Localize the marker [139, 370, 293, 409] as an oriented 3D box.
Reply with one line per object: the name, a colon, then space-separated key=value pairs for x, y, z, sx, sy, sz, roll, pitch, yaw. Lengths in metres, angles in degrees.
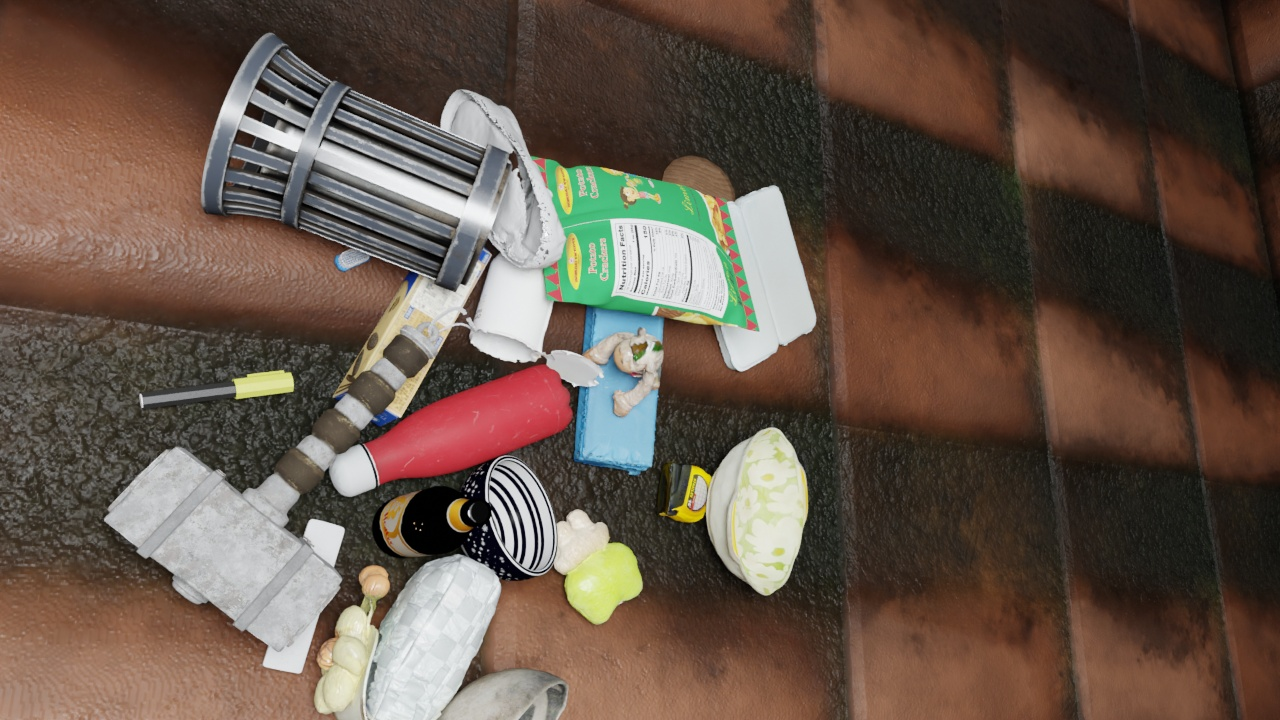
marker: x=-0.372 y=0.026 z=0.809 sx=0.123 sy=0.018 sz=0.021 roll=-8 pitch=49 yaw=-34

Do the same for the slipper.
slipper: x=-0.137 y=-0.186 z=0.947 sx=0.074 sy=0.112 sz=0.246 roll=-6 pitch=49 yaw=-31

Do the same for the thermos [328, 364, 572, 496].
thermos: x=-0.183 y=0.072 z=0.893 sx=0.239 sy=0.073 sz=0.073 roll=-21 pitch=90 yaw=-29

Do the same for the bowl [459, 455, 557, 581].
bowl: x=-0.141 y=0.160 z=0.896 sx=0.120 sy=0.066 sz=0.120 roll=52 pitch=25 yaw=-37

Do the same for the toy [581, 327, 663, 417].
toy: x=-0.006 y=0.006 z=0.968 sx=0.074 sy=0.106 sz=0.085 roll=-17 pitch=80 yaw=-24

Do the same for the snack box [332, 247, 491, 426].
snack box: x=-0.222 y=-0.037 z=0.906 sx=0.056 sy=0.057 sz=0.206 roll=36 pitch=59 yaw=-23

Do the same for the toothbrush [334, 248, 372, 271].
toothbrush: x=-0.239 y=-0.129 z=0.944 sx=0.166 sy=0.014 sz=0.016 roll=-32 pitch=97 yaw=-37

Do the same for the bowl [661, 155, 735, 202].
bowl: x=0.082 y=-0.212 z=1.178 sx=0.117 sy=0.030 sz=0.117 roll=10 pitch=72 yaw=-33

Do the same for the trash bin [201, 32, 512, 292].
trash bin: x=-0.244 y=-0.165 z=0.825 sx=0.227 sy=0.165 sz=0.164 roll=21 pitch=66 yaw=-15

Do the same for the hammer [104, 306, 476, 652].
hammer: x=-0.268 y=0.067 z=0.785 sx=0.177 sy=0.080 sz=0.325 roll=44 pitch=71 yaw=-13

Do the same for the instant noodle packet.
instant noodle packet: x=0.005 y=-0.129 z=1.016 sx=0.252 sy=0.091 sz=0.195 roll=7 pitch=55 yaw=-26

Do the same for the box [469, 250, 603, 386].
box: x=-0.098 y=-0.044 z=0.969 sx=0.150 sy=0.080 sz=0.106 roll=22 pitch=67 yaw=-16

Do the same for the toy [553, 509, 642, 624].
toy: x=-0.050 y=0.213 z=0.966 sx=0.091 sy=0.046 sz=0.115 roll=-32 pitch=90 yaw=-37

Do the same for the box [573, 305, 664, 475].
box: x=-0.020 y=0.007 z=1.036 sx=0.093 sy=0.053 sz=0.231 roll=16 pitch=69 yaw=-30

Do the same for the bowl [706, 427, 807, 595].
bowl: x=0.127 y=0.173 z=1.066 sx=0.218 sy=0.060 sz=0.188 roll=-9 pitch=95 yaw=-58

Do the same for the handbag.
handbag: x=-0.209 y=0.243 z=0.810 sx=0.123 sy=0.113 sz=0.171 roll=37 pitch=60 yaw=-13

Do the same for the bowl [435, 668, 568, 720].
bowl: x=-0.146 y=0.340 z=0.815 sx=0.081 sy=0.179 sz=0.178 roll=32 pitch=54 yaw=18

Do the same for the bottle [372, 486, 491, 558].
bottle: x=-0.180 y=0.141 z=0.809 sx=0.059 sy=0.182 sz=0.059 roll=10 pitch=72 yaw=-33

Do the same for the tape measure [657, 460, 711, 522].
tape measure: x=0.051 y=0.153 z=1.056 sx=0.064 sy=0.037 sz=0.065 roll=16 pitch=71 yaw=-30

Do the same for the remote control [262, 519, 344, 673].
remote control: x=-0.298 y=0.208 z=0.814 sx=0.033 sy=0.012 sz=0.130 roll=22 pitch=66 yaw=-26

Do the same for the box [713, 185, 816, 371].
box: x=0.149 y=-0.109 z=1.184 sx=0.188 sy=0.037 sz=0.209 roll=-23 pitch=102 yaw=-34
